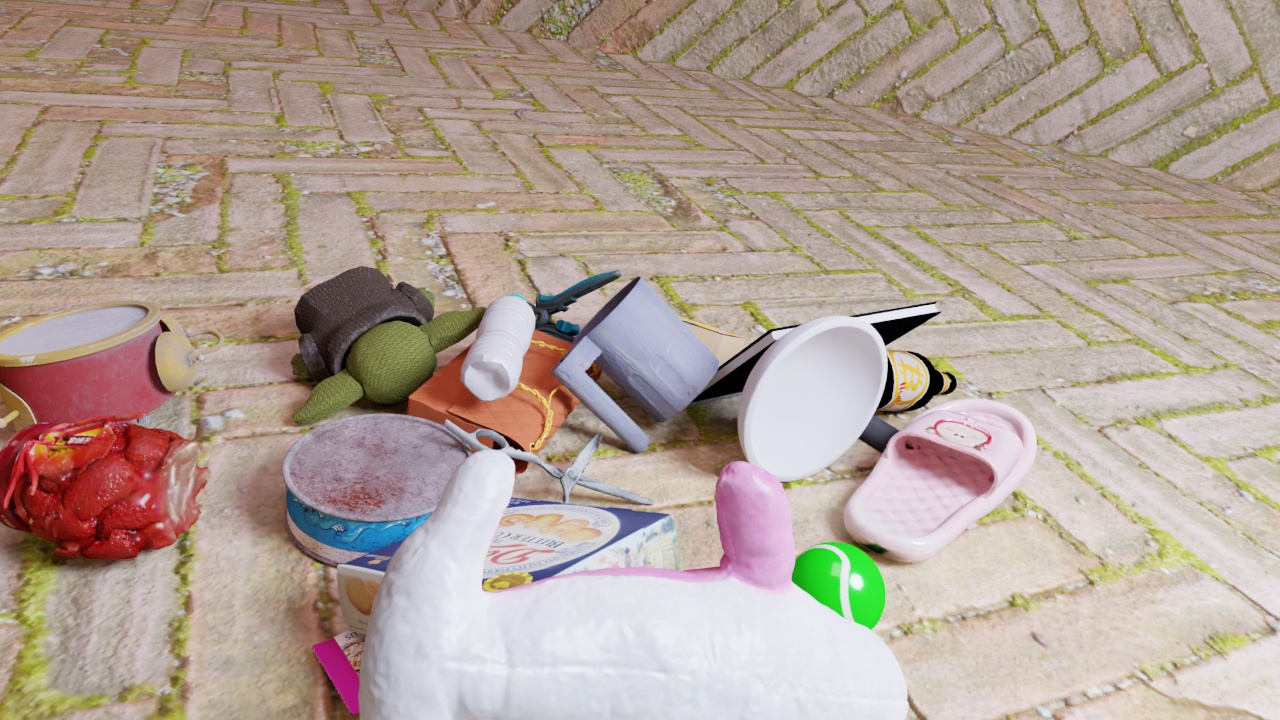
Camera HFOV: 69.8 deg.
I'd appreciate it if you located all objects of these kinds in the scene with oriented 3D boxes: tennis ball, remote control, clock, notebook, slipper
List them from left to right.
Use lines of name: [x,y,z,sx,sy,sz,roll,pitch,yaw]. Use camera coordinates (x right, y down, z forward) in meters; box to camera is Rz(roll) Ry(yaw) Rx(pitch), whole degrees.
clock: [-0.400,0.008,0.699,0.158,0.081,0.117,-19,26,-27]
notebook: [0.159,-0.006,0.855,0.206,0.149,0.016,-10,72,-32]
tennis ball: [0.127,0.152,0.601,0.065,0.065,0.065,7,27,-4]
remote control: [0.239,0.079,0.832,0.033,0.015,0.147,-12,34,-36]
slipper: [0.244,0.088,0.750,0.107,0.056,0.220,24,42,36]

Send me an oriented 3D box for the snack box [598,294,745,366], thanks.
snack box: [0.029,-0.024,0.904,0.126,0.040,0.088,19,5,20]

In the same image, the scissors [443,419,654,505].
scissors: [-0.065,0.083,0.681,0.175,0.014,0.141,23,28,-17]

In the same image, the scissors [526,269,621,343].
scissors: [-0.071,-0.047,0.890,0.155,0.124,0.019,38,10,35]

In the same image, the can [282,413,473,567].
can: [-0.183,0.090,0.650,0.130,0.044,0.129,7,27,-4]

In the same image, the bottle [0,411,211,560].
bottle: [-0.337,0.076,0.575,0.111,0.099,0.098,8,27,8]

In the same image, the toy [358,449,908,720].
toy: [0.000,0.138,0.400,0.265,0.186,0.128,18,-19,-32]

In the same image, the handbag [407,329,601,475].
handbag: [-0.109,0.024,0.789,0.109,0.060,0.171,19,28,10]

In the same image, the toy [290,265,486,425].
toy: [-0.235,-0.018,0.804,0.179,0.078,0.153,-33,48,-19]

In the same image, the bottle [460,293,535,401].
bottle: [-0.113,-0.018,0.751,0.044,0.044,0.136,8,29,-2]

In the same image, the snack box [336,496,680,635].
snack box: [-0.075,0.124,0.543,0.145,0.042,0.144,-1,9,37]

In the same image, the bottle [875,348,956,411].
bottle: [0.256,0.020,0.894,0.181,0.059,0.059,4,23,-44]

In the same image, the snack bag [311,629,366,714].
snack bag: [-0.093,0.159,0.564,0.196,0.016,0.070,-12,23,-33]

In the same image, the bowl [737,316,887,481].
bowl: [0.133,0.026,0.755,0.149,0.150,0.043,-9,31,-31]

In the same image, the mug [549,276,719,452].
mug: [-0.005,0.005,0.794,0.104,0.084,0.123,45,56,-10]
